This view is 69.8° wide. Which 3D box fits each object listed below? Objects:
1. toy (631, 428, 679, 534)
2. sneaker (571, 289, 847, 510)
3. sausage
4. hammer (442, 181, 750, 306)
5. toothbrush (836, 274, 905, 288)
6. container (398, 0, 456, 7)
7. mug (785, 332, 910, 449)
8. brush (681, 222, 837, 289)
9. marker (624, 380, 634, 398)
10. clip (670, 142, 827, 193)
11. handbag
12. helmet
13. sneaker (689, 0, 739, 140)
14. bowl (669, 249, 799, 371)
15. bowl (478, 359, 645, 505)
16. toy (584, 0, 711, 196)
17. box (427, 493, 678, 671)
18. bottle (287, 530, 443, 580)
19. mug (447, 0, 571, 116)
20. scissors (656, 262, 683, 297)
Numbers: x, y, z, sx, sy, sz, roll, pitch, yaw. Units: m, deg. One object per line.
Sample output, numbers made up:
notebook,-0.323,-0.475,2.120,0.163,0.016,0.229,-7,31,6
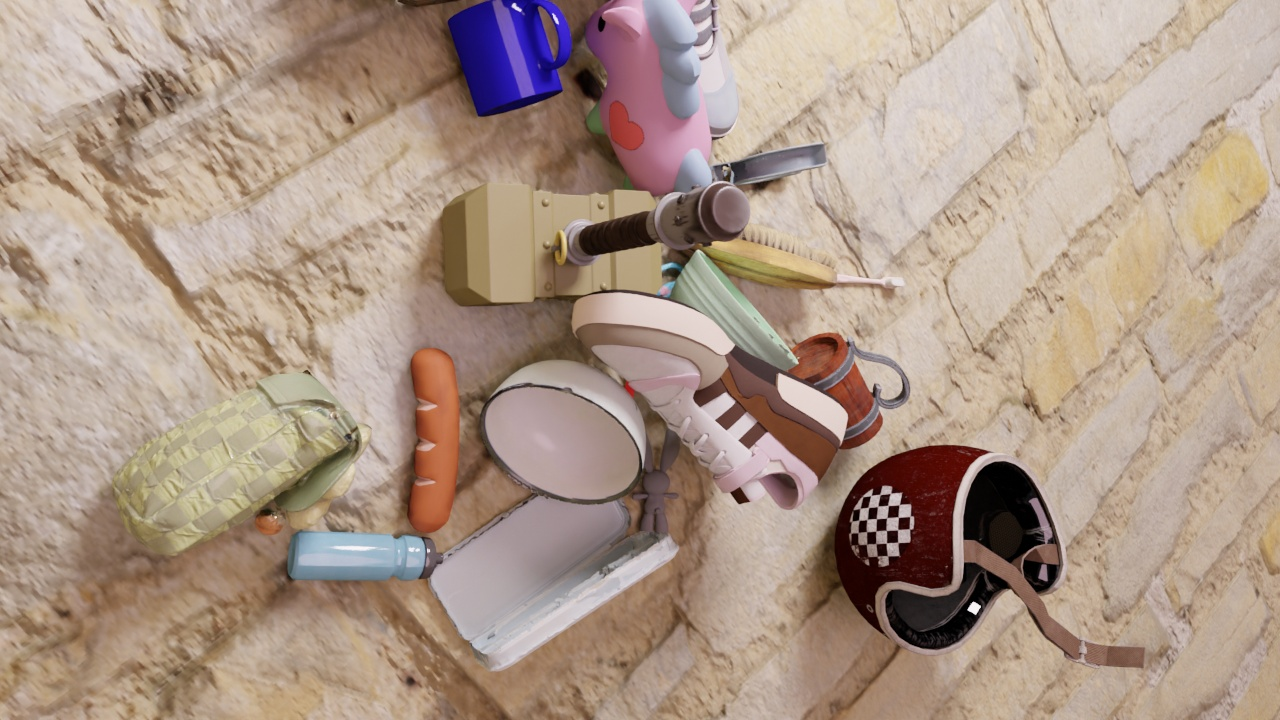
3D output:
toy,0.016,0.125,0.937,0.049,0.030,0.112,1,97,-15
sneaker,0.053,0.046,0.807,0.293,0.112,0.116,30,65,-29
sausage,-0.184,0.071,0.817,0.044,0.039,0.164,1,92,-23
hammer,-0.019,-0.100,0.736,0.190,0.325,0.100,-3,92,-29
toothbrush,0.232,-0.094,1.054,0.181,0.018,0.015,1,89,-28
container,-0.100,-0.392,0.742,0.249,0.187,0.157,-19,95,-22
mug,0.230,0.027,1.012,0.117,0.081,0.111,-30,114,13
brush,0.127,-0.113,0.969,0.195,0.059,0.043,12,75,-22
marker,-0.005,0.005,0.923,0.012,0.013,0.142,13,91,-29
clip,0.127,-0.199,0.957,0.164,0.169,0.031,-22,105,-60
handbag,-0.303,0.089,0.721,0.186,0.113,0.117,-34,121,-20
helmet,0.344,0.209,0.994,0.233,0.254,0.233,9,73,-34
sneaker,0.056,-0.340,0.864,0.092,0.161,0.257,-32,105,-24
bowl,0.080,-0.030,0.908,0.077,0.150,0.151,-42,114,11
bowl,-0.063,0.056,0.835,0.153,0.154,0.072,47,41,-22
toy,0.018,-0.236,0.837,0.120,0.171,0.222,-29,96,-25
box,-0.076,0.194,0.846,0.210,0.106,0.130,-35,105,-24
bottle,-0.234,0.170,0.794,0.130,0.040,0.040,8,88,-29
mug,-0.107,-0.271,0.805,0.079,0.111,0.083,-31,108,-50
scissors,-0.004,-0.051,0.930,0.136,0.015,0.055,-30,115,-19
